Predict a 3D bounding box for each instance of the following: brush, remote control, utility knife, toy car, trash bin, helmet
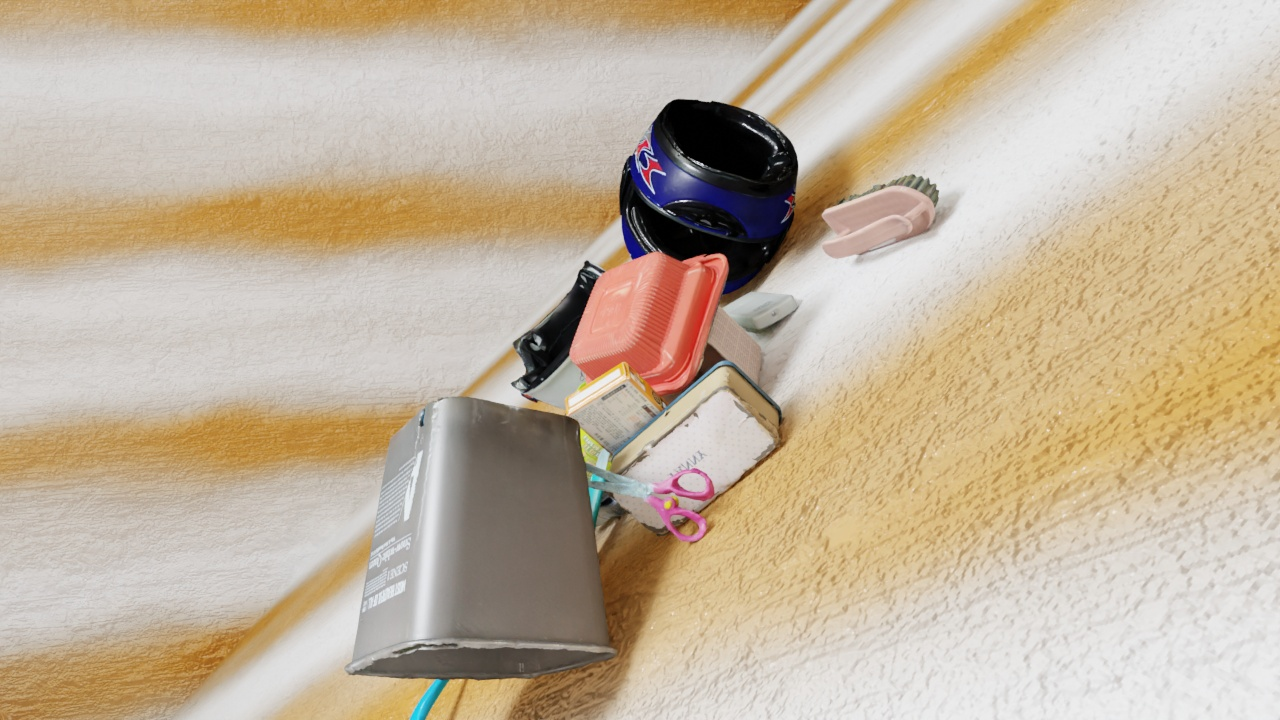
[{"bbox_3d":[0.249,-0.145,0.954,0.073,0.063,0.146,-48,14,-18],"label":"brush"},{"bbox_3d":[0.141,-0.061,1.121,0.058,0.021,0.150,-30,12,-7],"label":"remote control"},{"bbox_3d":[-0.055,0.175,0.996,0.029,0.013,0.181,-13,54,42],"label":"utility knife"},{"bbox_3d":[-0.031,0.156,1.028,0.091,0.043,0.034,-39,49,15],"label":"toy car"},{"bbox_3d":[-0.145,0.167,0.828,0.200,0.198,0.219,-33,53,48],"label":"trash bin"},{"bbox_3d":[0.086,-0.204,1.258,0.314,0.247,0.241,-77,4,-58],"label":"helmet"},{"bbox_3d":[-0.075,-0.015,1.405,0.230,0.157,0.274,-49,23,8],"label":"helmet"},{"bbox_3d":[-0.220,0.350,1.034,0.083,0.046,0.254,-39,10,20],"label":"brush"}]

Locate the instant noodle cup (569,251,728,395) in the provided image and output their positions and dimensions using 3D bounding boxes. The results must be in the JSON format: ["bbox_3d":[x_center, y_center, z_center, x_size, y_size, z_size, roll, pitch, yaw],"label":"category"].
[{"bbox_3d":[-0.003,-0.039,0.973,0.189,0.079,0.164,-16,49,51],"label":"instant noodle cup"}]

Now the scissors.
[{"bbox_3d":[0.005,0.112,0.845,0.017,0.137,0.074,-9,-61,-67],"label":"scissors"}]

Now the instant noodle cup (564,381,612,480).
[{"bbox_3d":[-0.065,0.106,1.157,0.124,0.111,0.111,-49,11,34],"label":"instant noodle cup"}]

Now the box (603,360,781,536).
[{"bbox_3d":[0.053,0.082,0.870,0.185,0.090,0.061,-40,14,20],"label":"box"}]

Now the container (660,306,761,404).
[{"bbox_3d":[0.077,0.007,1.011,0.090,0.090,0.110,-41,12,27],"label":"container"}]

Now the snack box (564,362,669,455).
[{"bbox_3d":[-0.002,0.068,0.922,0.075,0.153,0.026,-31,41,16],"label":"snack box"}]
